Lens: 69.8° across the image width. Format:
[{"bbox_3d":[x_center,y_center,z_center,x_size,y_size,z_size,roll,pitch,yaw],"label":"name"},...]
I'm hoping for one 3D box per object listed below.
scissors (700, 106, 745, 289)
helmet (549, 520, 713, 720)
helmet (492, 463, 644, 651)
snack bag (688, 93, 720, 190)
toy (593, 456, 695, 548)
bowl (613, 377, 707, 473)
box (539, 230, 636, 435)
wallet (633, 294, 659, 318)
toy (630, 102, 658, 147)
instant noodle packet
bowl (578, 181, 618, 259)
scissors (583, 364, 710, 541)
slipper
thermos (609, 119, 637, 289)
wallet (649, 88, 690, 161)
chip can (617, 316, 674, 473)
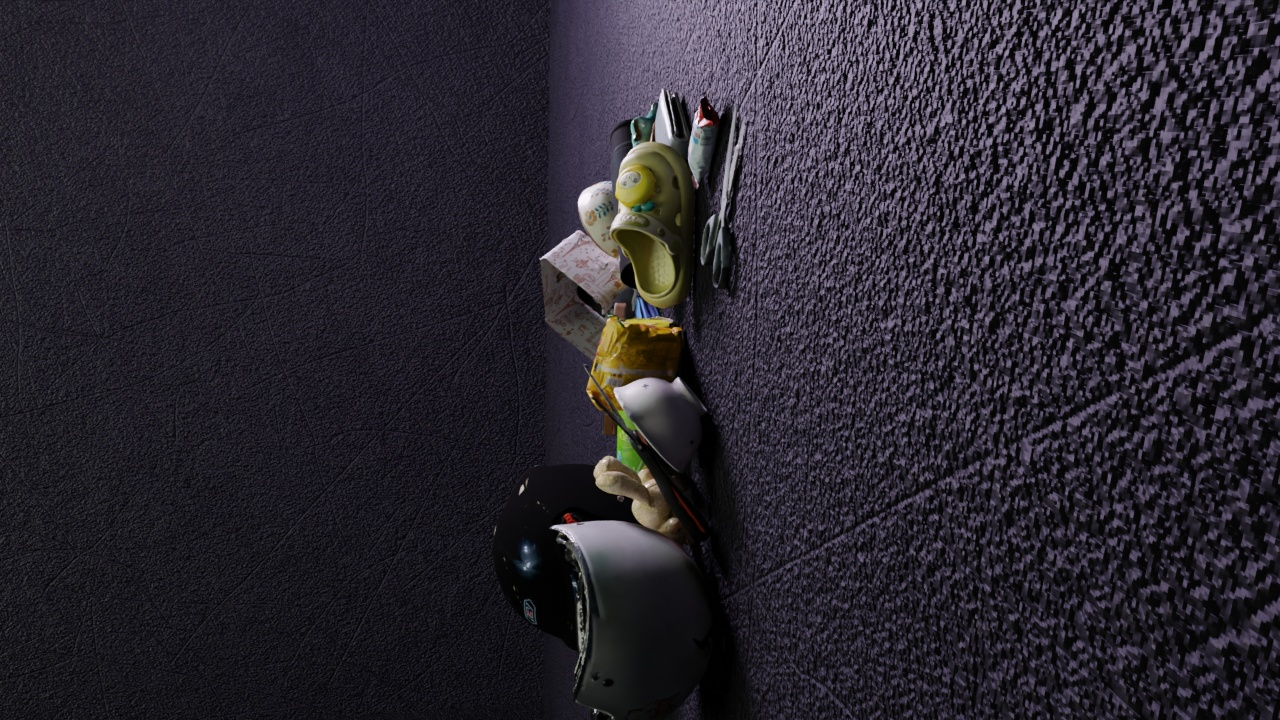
[{"bbox_3d":[0.084,-0.151,0.899,0.163,0.014,0.165,126,144,-69],"label":"scissors"},{"bbox_3d":[-0.001,0.284,0.991,0.275,0.157,0.229,85,174,-51],"label":"helmet"},{"bbox_3d":[-0.103,0.276,1.331,0.273,0.230,0.234,-67,-12,-47],"label":"helmet"},{"bbox_3d":[0.065,-0.227,0.952,0.105,0.026,0.045,100,162,-54],"label":"snack bag"},{"bbox_3d":[0.005,0.162,1.032,0.157,0.066,0.105,46,179,-36],"label":"toy"},{"bbox_3d":[0.033,0.057,0.995,0.118,0.065,0.118,50,-176,-6],"label":"bowl"},{"bbox_3d":[-0.056,-0.042,1.348,0.179,0.130,0.272,94,156,-58],"label":"box"},{"bbox_3d":[0.003,-0.013,1.278,0.106,0.040,0.133,-102,14,-64],"label":"wallet"},{"bbox_3d":[0.005,-0.287,1.185,0.091,0.030,0.096,-30,-55,-69],"label":"toy"},{"bbox_3d":[-0.006,0.006,1.067,0.044,0.128,0.111,19,98,38],"label":"instant noodle packet"},{"bbox_3d":[-0.027,-0.207,1.294,0.062,0.113,0.113,-28,54,33],"label":"bowl"},{"bbox_3d":[0.014,0.104,0.990,0.224,0.022,0.221,58,-173,24],"label":"scissors"},{"bbox_3d":[0.011,-0.153,1.042,0.092,0.081,0.190,-1,98,35],"label":"slipper"},{"bbox_3d":[0.003,-0.206,1.221,0.090,0.068,0.242,48,-149,-53],"label":"thermos"},{"bbox_3d":[0.028,-0.251,1.122,0.130,0.037,0.106,103,163,-51],"label":"wallet"},{"bbox_3d":[0.005,0.058,1.169,0.072,0.072,0.221,-131,40,-74],"label":"chip can"}]
